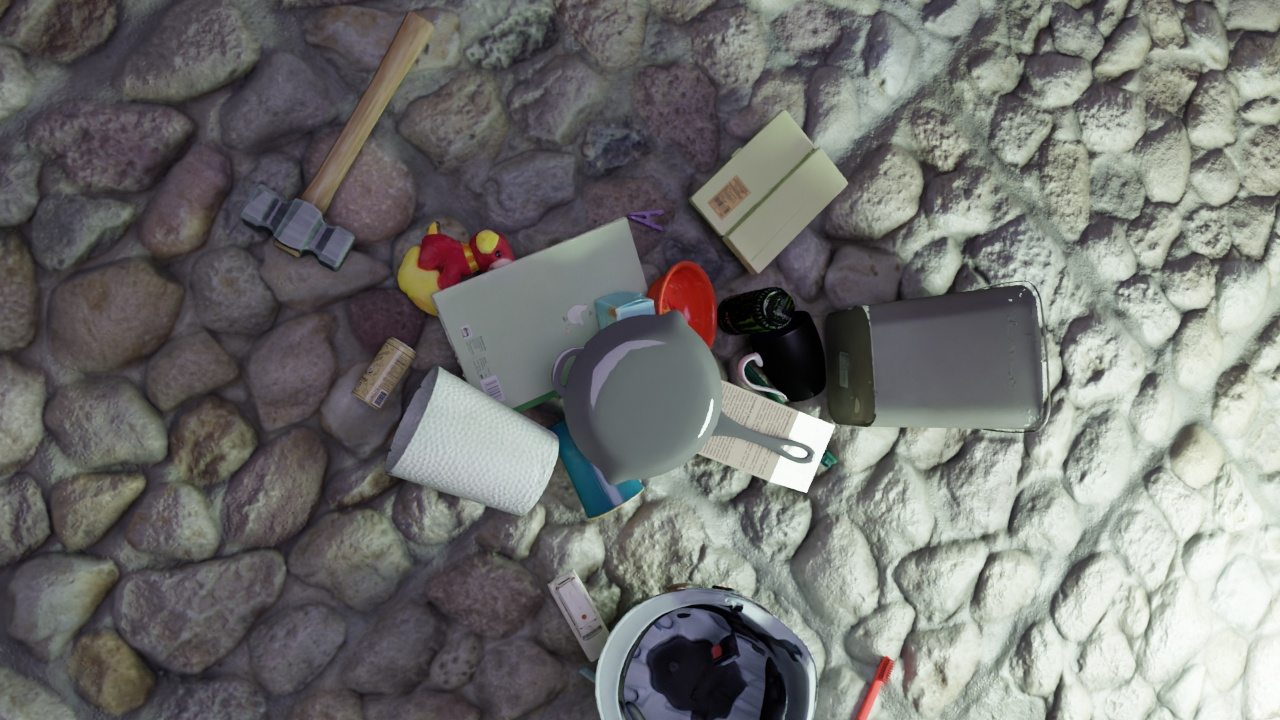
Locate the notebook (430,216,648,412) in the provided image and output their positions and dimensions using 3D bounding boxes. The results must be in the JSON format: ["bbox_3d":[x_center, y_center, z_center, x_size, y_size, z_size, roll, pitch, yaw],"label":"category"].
[{"bbox_3d":[-0.103,-0.045,1.108,0.252,0.010,0.182,-25,114,-16],"label":"notebook"}]

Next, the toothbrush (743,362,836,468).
[{"bbox_3d":[0.195,0.074,1.219,0.017,0.016,0.190,-45,100,-10],"label":"toothbrush"}]

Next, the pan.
[{"bbox_3d":[0.063,0.066,1.083,0.354,0.024,0.216,20,92,-20],"label":"pan"}]

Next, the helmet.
[{"bbox_3d":[0.063,0.383,1.091,0.264,0.164,0.236,25,77,-8],"label":"helmet"}]

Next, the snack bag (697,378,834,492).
[{"bbox_3d":[0.142,0.091,1.166,0.206,0.070,0.094,22,92,-15],"label":"snack bag"}]

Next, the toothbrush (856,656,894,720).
[{"bbox_3d":[0.293,0.497,1.229,0.012,0.018,0.212,30,80,-14],"label":"toothbrush"}]

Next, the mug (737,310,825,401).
[{"bbox_3d":[0.183,0.006,1.185,0.118,0.085,0.100,-30,108,-14],"label":"mug"}]

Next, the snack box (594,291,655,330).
[{"bbox_3d":[-0.007,0.006,1.111,0.053,0.075,0.175,-15,107,-20],"label":"snack box"}]

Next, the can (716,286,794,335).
[{"bbox_3d":[0.142,-0.060,1.145,0.054,0.138,0.054,0,88,-18],"label":"can"}]

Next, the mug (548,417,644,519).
[{"bbox_3d":[-0.058,0.121,1.114,0.078,0.078,0.121,-29,91,-16],"label":"mug"}]

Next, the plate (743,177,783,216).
[{"bbox_3d":[0.160,-0.213,1.215,0.104,0.026,0.104,1,88,-17],"label":"plate"}]

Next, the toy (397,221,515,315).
[{"bbox_3d":[-0.220,-0.115,1.083,0.137,0.067,0.105,-25,97,-4],"label":"toy"}]

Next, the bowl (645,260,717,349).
[{"bbox_3d":[0.044,-0.058,1.146,0.130,0.045,0.130,1,89,-54],"label":"bowl"}]

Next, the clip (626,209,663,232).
[{"bbox_3d":[0.011,-0.178,1.177,0.050,0.014,0.046,-25,98,-19],"label":"clip"}]

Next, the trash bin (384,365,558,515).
[{"bbox_3d":[-0.189,0.099,1.049,0.161,0.133,0.133,27,80,-19],"label":"trash bin"}]

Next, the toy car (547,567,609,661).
[{"bbox_3d":[-0.070,0.312,1.117,0.039,0.039,0.113,-30,96,-16],"label":"toy car"}]

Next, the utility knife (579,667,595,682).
[{"bbox_3d":[-0.006,0.434,1.147,0.177,0.016,0.022,38,79,-9],"label":"utility knife"}]

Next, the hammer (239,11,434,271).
[{"bbox_3d":[-0.330,-0.264,1.062,0.117,0.051,0.322,29,77,-14],"label":"hammer"}]

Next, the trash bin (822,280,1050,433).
[{"bbox_3d":[0.372,0.003,1.193,0.220,0.197,0.197,-4,89,-10],"label":"trash bin"}]

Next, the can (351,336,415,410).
[{"bbox_3d":[-0.296,0.015,1.062,0.038,0.038,0.079,34,79,-13],"label":"can"}]

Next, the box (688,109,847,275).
[{"bbox_3d":[0.168,-0.220,1.193,0.187,0.024,0.137,-43,97,-14],"label":"box"}]
